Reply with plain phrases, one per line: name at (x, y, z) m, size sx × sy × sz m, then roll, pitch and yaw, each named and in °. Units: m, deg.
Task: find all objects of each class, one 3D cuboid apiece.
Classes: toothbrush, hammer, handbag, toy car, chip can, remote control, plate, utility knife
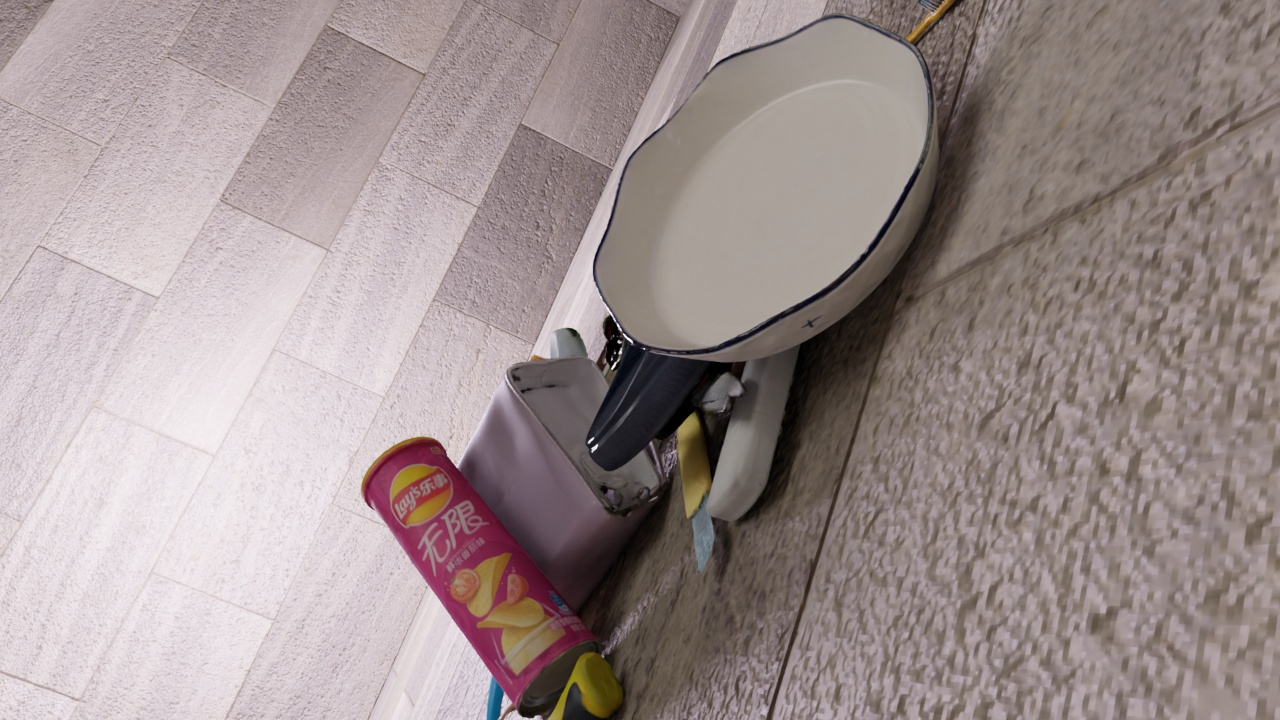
toothbrush at (0.149, -0.188, 0.598) m, size 0.016 × 0.018 × 0.192 m, roll -67°, pitch 10°, yaw -21°
hammer at (-0.104, 0.319, 0.579) m, size 0.324 × 0.032 × 0.126 m, roll -57°, pitch 31°, yaw 16°
handbag at (-0.072, 0.112, 0.711) m, size 0.145 × 0.098 × 0.198 m, roll 56°, pitch 133°, yaw 29°
toy car at (0.000, -0.065, 0.750) m, size 0.071 × 0.041 × 0.156 m, roll 180°, pitch 102°, yaw -75°
chip can at (-0.116, 0.146, 0.647) m, size 0.071 × 0.210 × 0.071 m, roll -31°, pitch -35°, yaw -24°
remote control at (0.069, 0.014, 0.503) m, size 0.058 × 0.021 × 0.149 m, roll 115°, pitch 176°, yaw -59°
plate at (0.065, -0.086, 0.486) m, size 0.205 × 0.045 × 0.204 m, roll -26°, pitch 46°, yaw 31°
utility knife at (0.032, 0.072, 0.570) m, size 0.031 × 0.022 × 0.210 m, roll -63°, pitch 3°, yaw 15°

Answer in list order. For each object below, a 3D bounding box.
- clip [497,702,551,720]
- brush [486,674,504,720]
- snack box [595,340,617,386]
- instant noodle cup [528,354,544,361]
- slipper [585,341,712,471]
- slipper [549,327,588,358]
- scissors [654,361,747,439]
clip at (-0.067, 0.230, 0.648) m, size 0.035 × 0.071 × 0.099 m, roll -55°, pitch 7°, yaw 39°
brush at (-0.122, 0.293, 0.734) m, size 0.083 × 0.046 × 0.254 m, roll 128°, pitch 159°, yaw -59°
snack box at (-0.005, 0.005, 0.833) m, size 0.113 × 0.053 × 0.125 m, roll -64°, pitch 9°, yaw 5°
instant noodle cup at (-0.086, 0.064, 0.951) m, size 0.138 × 0.110 × 0.138 m, roll -60°, pitch 10°, yaw 18°
slipper at (0.033, -0.054, 0.588) m, size 0.267 × 0.083 × 0.111 m, roll -54°, pitch 6°, yaw -21°
slipper at (-0.087, 0.090, 0.838) m, size 0.104 × 0.074 × 0.245 m, roll -129°, pitch 43°, yaw -72°
scissors at (0.034, 0.031, 0.559) m, size 0.142 × 0.021 × 0.234 m, roll -52°, pitch 3°, yaw 20°
